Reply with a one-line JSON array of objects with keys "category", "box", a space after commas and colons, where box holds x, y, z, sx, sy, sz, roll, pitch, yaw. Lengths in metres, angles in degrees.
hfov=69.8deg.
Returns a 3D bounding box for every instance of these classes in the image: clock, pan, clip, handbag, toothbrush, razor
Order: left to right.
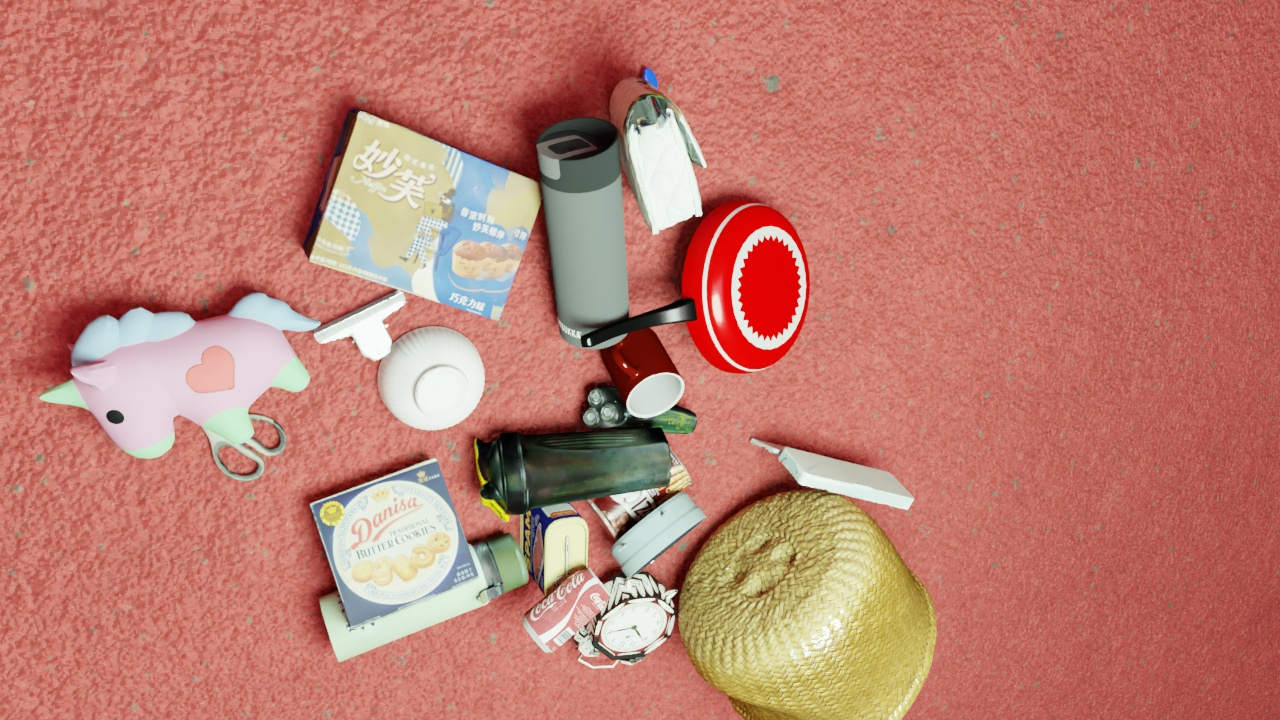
[{"category": "clip", "box": [-0.286, -0.028, 0.970, 0.101, 0.050, 0.058, -28, 103, -14]}, {"category": "clock", "box": [-0.026, 0.340, 1.194, 0.114, 0.065, 0.155, 22, 111, -30]}, {"category": "razor", "box": [0.003, 0.068, 1.118, 0.151, 0.067, 0.054, 12, 99, -21]}, {"category": "handbag", "box": [0.016, -0.222, 0.960, 0.072, 0.194, 0.139, -18, 115, 0]}, {"category": "clock", "box": [0.023, 0.216, 1.146, 0.122, 0.159, 0.045, -40, 79, 4]}, {"category": "toothbrush", "box": [0.034, -0.251, 1.067, 0.016, 0.018, 0.183, -32, 120, -18]}, {"category": "pan", "box": [0.080, -0.067, 1.060, 0.355, 0.067, 0.209, -22, 110, -42]}]

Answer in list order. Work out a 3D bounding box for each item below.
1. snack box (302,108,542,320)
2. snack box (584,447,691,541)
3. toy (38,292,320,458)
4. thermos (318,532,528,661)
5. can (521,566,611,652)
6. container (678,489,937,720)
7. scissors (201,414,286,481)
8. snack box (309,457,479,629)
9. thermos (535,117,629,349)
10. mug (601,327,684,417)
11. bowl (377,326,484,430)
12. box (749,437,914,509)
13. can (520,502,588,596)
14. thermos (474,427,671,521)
[{"category": "snack box", "box": [-0.220, -0.147, 0.946, 0.202, 0.069, 0.155, 18, 97, -29]}, {"category": "snack box", "box": [-0.004, 0.162, 1.146, 0.121, 0.072, 0.072, -35, 117, -12]}, {"category": "toy", "box": [-0.428, 0.001, 0.878, 0.221, 0.120, 0.171, -46, 122, -15]}, {"category": "thermos", "box": [-0.244, 0.270, 1.060, 0.231, 0.082, 0.082, -17, 113, -20]}, {"category": "can", "box": [-0.084, 0.283, 1.048, 0.096, 0.054, 0.054, -39, 118, -10]}, {"category": "container", "box": [0.202, 0.312, 1.165, 0.306, 0.307, 0.196, -40, 115, -9]}, {"category": "scissors", "box": [-0.436, 0.051, 0.942, 0.121, 0.012, 0.171, -24, 111, -17]}, {"category": "snack box", "box": [-0.271, 0.200, 1.010, 0.144, 0.043, 0.145, -19, 82, -19]}, {"category": "thermos", "box": [-0.057, -0.130, 0.975, 0.082, 0.082, 0.241, -20, 134, -19]}, {"category": "mug", "box": [-0.006, 0.006, 1.069, 0.073, 0.082, 0.105, -39, 139, 12]}, {"category": "bowl", "box": [-0.223, 0.026, 1.004, 0.118, 0.062, 0.118, -8, 109, -23]}, {"category": "box", "box": [0.257, 0.144, 1.226, 0.197, 0.134, 0.041, 17, 106, -29]}, {"category": "can", "box": [-0.104, 0.221, 1.105, 0.056, 0.092, 0.116, -5, 108, -24]}, {"category": "thermos", "box": [-0.078, 0.125, 1.066, 0.220, 0.098, 0.098, -5, 108, -12]}]
